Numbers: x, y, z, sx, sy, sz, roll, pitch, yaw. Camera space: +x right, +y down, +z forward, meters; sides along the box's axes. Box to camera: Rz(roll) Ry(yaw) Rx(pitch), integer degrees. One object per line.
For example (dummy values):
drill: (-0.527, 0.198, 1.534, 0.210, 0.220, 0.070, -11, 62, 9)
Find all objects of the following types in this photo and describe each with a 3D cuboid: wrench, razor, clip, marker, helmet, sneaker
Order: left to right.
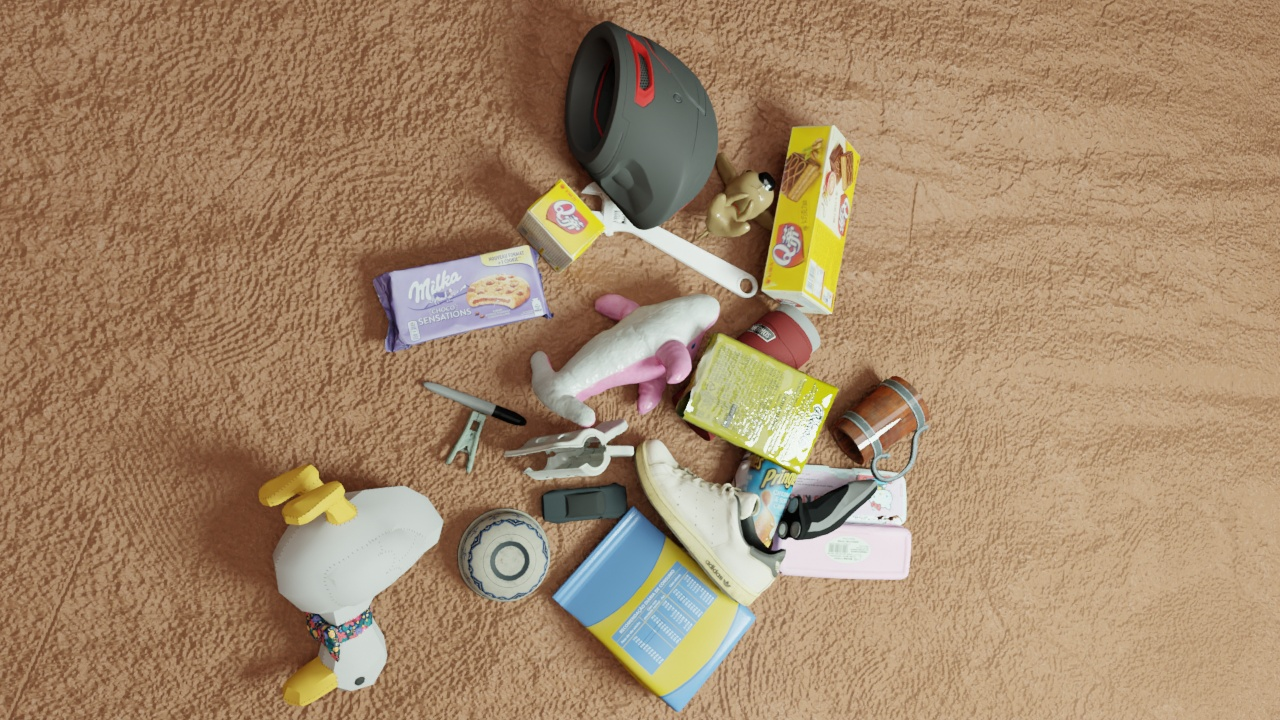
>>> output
clip: (-0.213, 0.100, 1.139, 0.035, 0.023, 0.074, 22, 79, -11)
marker: (-0.206, 0.054, 1.144, 0.138, 0.022, 0.016, 23, 86, -14)
clip: (-0.077, 0.119, 1.132, 0.151, 0.126, 0.091, 2, 82, -40)
helmet: (0.012, -0.288, 1.151, 0.169, 0.165, 0.264, 9, 66, -31)
wrench: (0.041, -0.156, 1.228, 0.273, 0.018, 0.066, 27, 79, -13)
sneaker: (0.089, 0.179, 1.135, 0.102, 0.088, 0.241, -42, 70, 13)
razor: (0.253, 0.194, 1.209, 0.156, 0.057, 0.060, -14, 87, -25)

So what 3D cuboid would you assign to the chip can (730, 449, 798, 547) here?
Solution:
chip can: (0.157, 0.171, 1.205, 0.080, 0.080, 0.229, 26, 82, -12)

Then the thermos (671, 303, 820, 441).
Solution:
thermos: (0.145, 0.023, 1.215, 0.198, 0.084, 0.108, -40, 128, -12)

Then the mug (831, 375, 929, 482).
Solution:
mug: (0.337, 0.098, 1.253, 0.111, 0.081, 0.117, -34, 78, -11)

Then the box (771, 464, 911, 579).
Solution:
box: (0.276, 0.222, 1.252, 0.201, 0.045, 0.154, 5, 84, -14)

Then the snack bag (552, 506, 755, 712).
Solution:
snack bag: (0.016, 0.309, 1.153, 0.205, 0.102, 0.158, 42, 77, 2)

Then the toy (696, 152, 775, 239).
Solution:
toy: (0.129, -0.206, 1.214, 0.134, 0.106, 0.108, 50, 54, -7)

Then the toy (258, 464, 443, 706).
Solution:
toy: (-0.330, 0.245, 1.046, 0.246, 0.141, 0.268, -34, 121, -32)

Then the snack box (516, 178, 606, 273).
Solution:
snack box: (-0.100, -0.165, 1.143, 0.061, 0.106, 0.083, -45, 98, -13)

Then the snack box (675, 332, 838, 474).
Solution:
snack box: (0.142, 0.052, 1.144, 0.181, 0.045, 0.121, 25, 85, -12)

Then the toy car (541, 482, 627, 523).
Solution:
toy car: (-0.070, 0.182, 1.166, 0.112, 0.034, 0.046, -3, 87, -16)

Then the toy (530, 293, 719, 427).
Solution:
toy: (-0.007, 0.007, 1.165, 0.265, 0.186, 0.128, -27, 134, -18)

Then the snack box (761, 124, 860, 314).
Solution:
snack box: (0.231, -0.186, 1.231, 0.110, 0.062, 0.230, 21, 78, -55)

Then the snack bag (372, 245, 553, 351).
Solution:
snack bag: (-0.218, -0.076, 1.132, 0.205, 0.058, 0.096, -12, 87, -13)

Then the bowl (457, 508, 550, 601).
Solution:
bowl: (-0.164, 0.241, 1.123, 0.115, 0.059, 0.115, 1, 86, -15)
